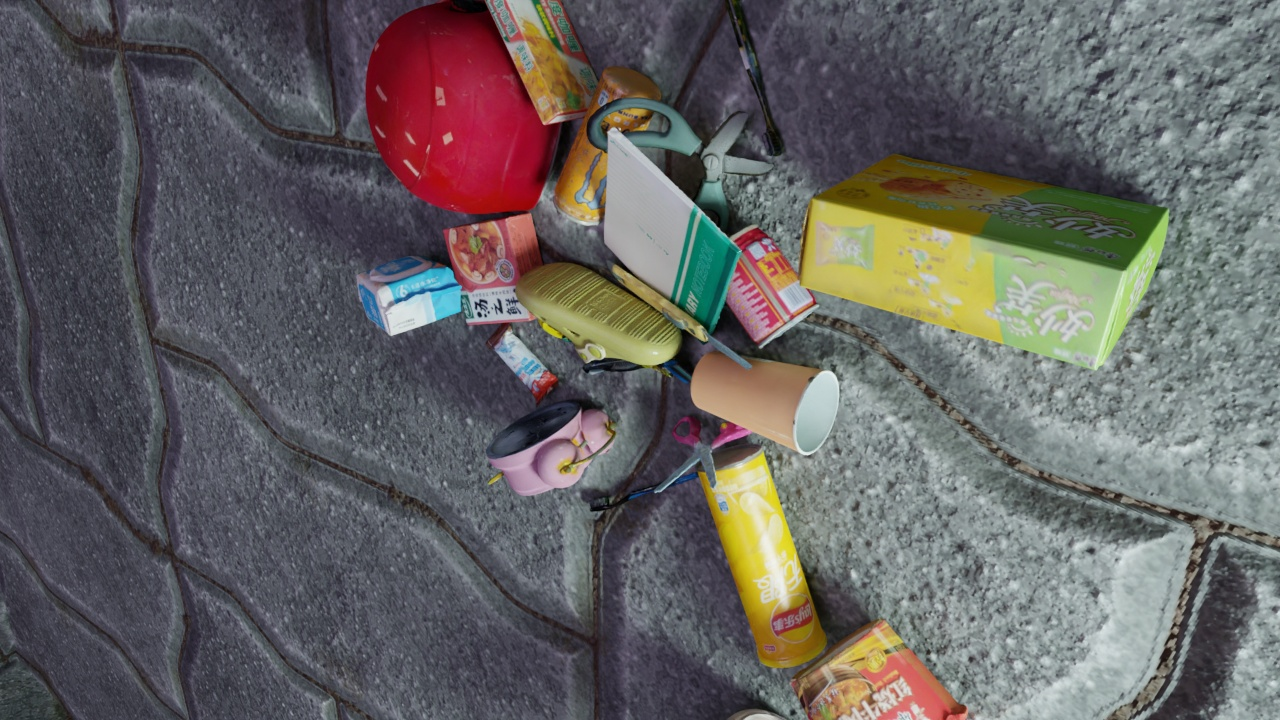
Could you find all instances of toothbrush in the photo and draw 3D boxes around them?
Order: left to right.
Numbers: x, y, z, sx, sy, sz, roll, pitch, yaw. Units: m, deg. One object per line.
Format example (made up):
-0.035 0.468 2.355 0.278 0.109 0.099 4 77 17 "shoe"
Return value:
0.007 0.142 1.013 0.190 0.014 0.016 -25 68 40 "toothbrush"
0.088 -0.264 0.781 0.012 0.017 0.186 -11 101 42 "toothbrush"

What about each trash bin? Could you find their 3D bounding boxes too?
0.101 0.487 0.968 0.227 0.227 0.192 41 115 17 "trash bin"

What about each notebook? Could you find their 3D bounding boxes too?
0.022 -0.103 0.824 0.150 0.012 0.209 46 165 12 "notebook"

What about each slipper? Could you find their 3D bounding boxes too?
-0.048 -0.032 0.936 0.191 0.091 0.082 27 125 23 "slipper"

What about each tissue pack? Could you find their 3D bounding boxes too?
-0.267 -0.080 1.053 0.140 0.089 0.063 25 133 58 "tissue pack"

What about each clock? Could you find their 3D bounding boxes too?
-0.093 0.096 1.005 0.159 0.116 0.060 -13 110 42 "clock"

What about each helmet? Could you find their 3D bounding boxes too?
-0.202 -0.256 0.928 0.240 0.143 0.207 38 129 21 "helmet"

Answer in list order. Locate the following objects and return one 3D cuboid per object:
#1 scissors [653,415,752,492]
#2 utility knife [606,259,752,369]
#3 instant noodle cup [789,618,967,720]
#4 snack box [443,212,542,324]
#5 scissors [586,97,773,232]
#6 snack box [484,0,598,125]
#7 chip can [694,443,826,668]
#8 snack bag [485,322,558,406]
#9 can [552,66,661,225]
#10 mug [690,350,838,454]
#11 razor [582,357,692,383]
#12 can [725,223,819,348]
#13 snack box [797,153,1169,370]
0.061 0.083 0.896 0.017 0.133 0.135 57 168 -28 "scissors"
0.036 -0.045 0.882 0.213 0.022 0.031 32 164 36 "utility knife"
0.214 0.316 0.855 0.108 0.137 0.138 55 131 17 "instant noodle cup"
-0.168 -0.099 1.026 0.127 0.044 0.113 -2 106 38 "snack box"
0.022 -0.173 0.831 0.179 0.019 0.171 29 129 -6 "scissors"
-0.093 -0.302 0.866 0.027 0.076 0.156 -24 93 41 "snack box"
0.120 0.192 0.909 0.072 0.071 0.213 -12 100 40 "chip can"
-0.136 0.002 1.056 0.104 0.026 0.048 49 118 10 "snack bag"
-0.034 -0.203 0.873 0.058 0.058 0.146 41 128 17 "can"
0.111 0.032 0.851 0.123 0.078 0.078 18 118 36 "mug"
-0.006 0.006 0.962 0.143 0.022 0.042 0 151 41 "razor"
0.106 -0.067 0.816 0.067 0.066 0.094 -40 83 40 "can"
0.241 -0.080 0.648 0.210 0.157 0.070 20 123 30 "snack box"
